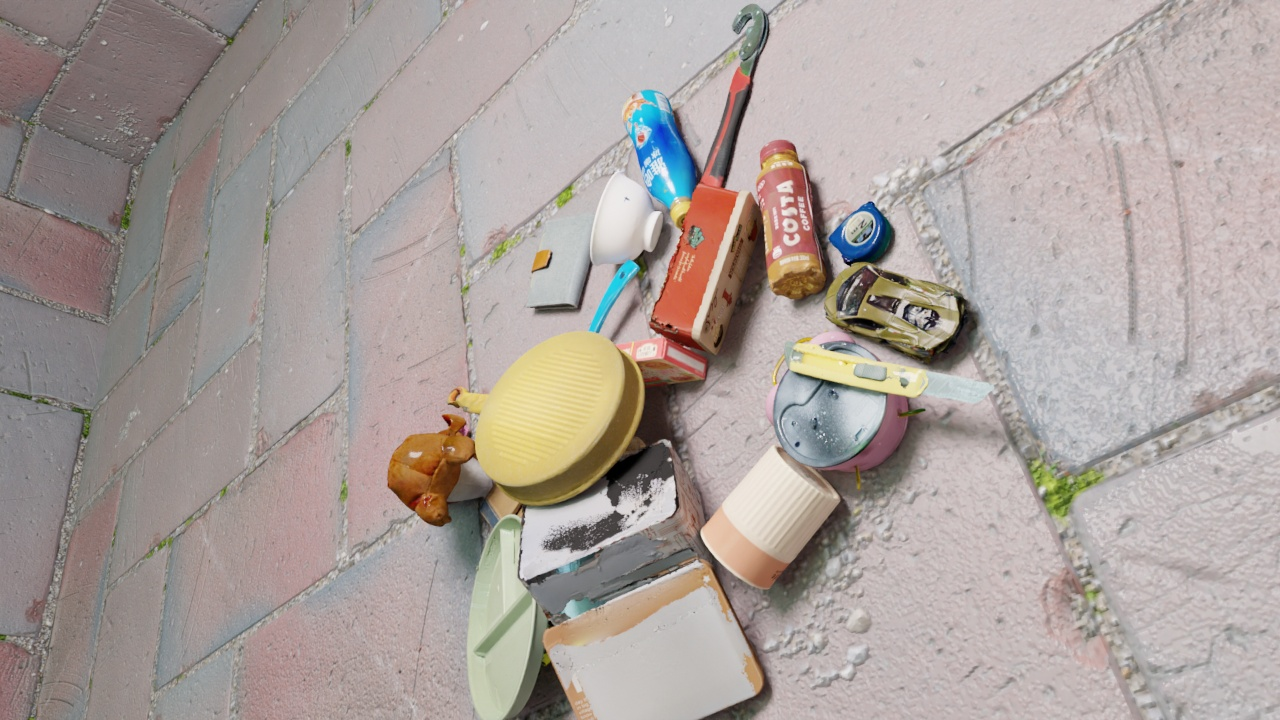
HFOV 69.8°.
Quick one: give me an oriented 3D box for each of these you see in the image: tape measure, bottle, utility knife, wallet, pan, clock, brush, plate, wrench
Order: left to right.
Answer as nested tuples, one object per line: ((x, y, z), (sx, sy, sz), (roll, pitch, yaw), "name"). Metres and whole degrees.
((-0.150, 0.290, 1.035), (0.230, 0.027, 0.230), (10, 90, 66), "plate")
((-0.135, 0.054, 1.034), (0.358, 0.078, 0.197), (12, 64, 44), "pan")
((-0.149, 0.159, 1.143), (0.090, 0.033, 0.115), (35, 94, 49), "wallet")
((-0.109, -0.133, 1.233), (0.107, 0.037, 0.129), (1, 72, 45), "wallet")
((-0.069, -0.008, 1.119), (0.083, 0.045, 0.255), (44, 110, 50), "brush")
((0.030, -0.243, 1.118), (0.065, 0.065, 0.218), (-38, 48, 27), "bottle")
((0.110, -0.310, 1.105), (0.056, 0.016, 0.273), (-1, 71, 49), "wrench")
((0.153, -0.151, 0.955), (0.058, 0.057, 0.174), (-26, 55, 36), "bottle")
((0.175, 0.036, 0.846), (0.117, 0.059, 0.158), (-54, 45, 13), "clock")
((0.218, -0.121, 0.899), (0.058, 0.025, 0.054), (-47, 46, 25), "tape measure")
((0.202, 0.011, 0.779), (0.205, 0.021, 0.031), (14, 88, 41), "utility knife")

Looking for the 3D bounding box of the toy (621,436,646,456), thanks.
((-0.059, 0.133, 1.046), (0.158, 0.066, 0.104), (-31, 20, 28), "toy")

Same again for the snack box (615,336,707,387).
((-0.006, 0.006, 1.033), (0.153, 0.075, 0.025), (-9, 65, 43), "snack box")

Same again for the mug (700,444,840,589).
((0.118, 0.137, 0.852), (0.106, 0.081, 0.114), (-53, 14, 12), "mug")

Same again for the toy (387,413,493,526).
((-0.249, 0.141, 1.180), (0.140, 0.130, 0.200), (-66, 7, -7), "toy")

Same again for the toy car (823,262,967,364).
((0.229, -0.048, 0.845), (0.158, 0.042, 0.070), (27, 91, 51), "toy car")

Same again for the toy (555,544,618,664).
((-0.066, 0.251, 0.998), (0.157, 0.049, 0.161), (-8, 74, 50), "toy")

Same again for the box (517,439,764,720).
((-0.010, 0.216, 0.876), (0.179, 0.134, 0.270), (-25, 57, 10), "box")

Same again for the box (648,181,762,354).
((0.065, -0.099, 0.986), (0.076, 0.091, 0.168), (17, 84, 22), "box")

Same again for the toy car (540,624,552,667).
((-0.121, 0.324, 1.029), (0.105, 0.032, 0.048), (-42, 44, 50), "toy car")

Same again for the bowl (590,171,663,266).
((-0.011, -0.164, 1.113), (0.065, 0.118, 0.118), (17, 83, 11), "bowl")
